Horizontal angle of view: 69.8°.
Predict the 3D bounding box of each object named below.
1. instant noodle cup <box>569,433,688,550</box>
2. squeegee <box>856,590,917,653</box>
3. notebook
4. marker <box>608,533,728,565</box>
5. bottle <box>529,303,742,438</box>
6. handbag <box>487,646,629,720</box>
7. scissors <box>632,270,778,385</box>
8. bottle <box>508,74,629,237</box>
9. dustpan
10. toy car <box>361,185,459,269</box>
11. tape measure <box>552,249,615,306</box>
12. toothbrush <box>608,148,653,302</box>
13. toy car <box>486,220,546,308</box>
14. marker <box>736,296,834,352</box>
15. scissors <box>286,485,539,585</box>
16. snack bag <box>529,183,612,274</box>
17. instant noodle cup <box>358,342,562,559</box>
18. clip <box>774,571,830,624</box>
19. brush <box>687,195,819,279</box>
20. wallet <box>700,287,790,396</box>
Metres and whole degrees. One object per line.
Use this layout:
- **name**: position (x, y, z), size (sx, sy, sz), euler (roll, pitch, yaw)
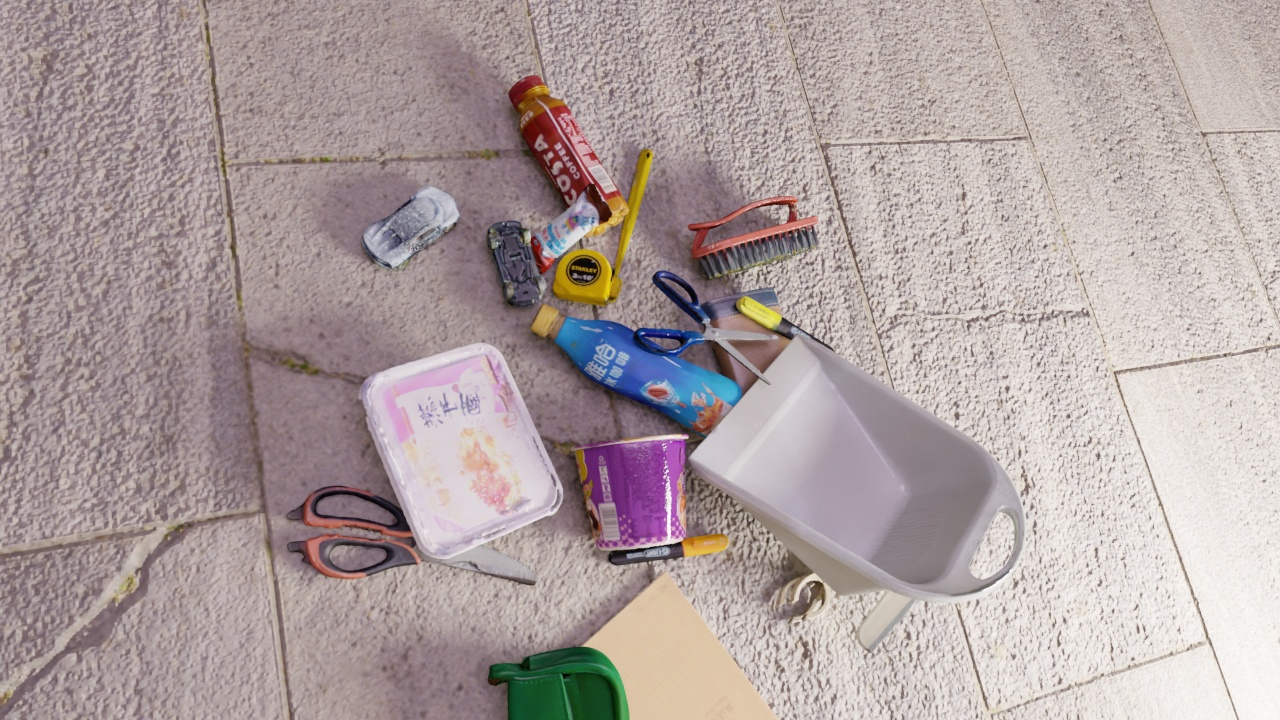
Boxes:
- **instant noodle cup**: position (-0.004, 0.122, 0.852), size (0.111, 0.112, 0.099), euler (-6, 84, -22)
- **squeegee**: position (0.224, 0.134, 0.962), size (0.245, 0.039, 0.246), euler (-32, 85, -36)
- **notebook**: position (0.033, 0.324, 0.846), size (0.149, 0.012, 0.211), euler (-36, 88, -26)
- **marker**: position (0.028, 0.183, 0.888), size (0.123, 0.015, 0.018), euler (-4, 70, -19)
- **bottle**: position (-0.005, 0.005, 0.908), size (0.218, 0.065, 0.065), euler (28, 65, -9)
- **handbag**: position (-0.069, 0.313, 0.778), size (0.120, 0.068, 0.131), euler (-2, 82, -2)
- **scissors**: position (0.062, -0.032, 0.922), size (0.175, 0.012, 0.162), euler (-7, 51, -33)
- **bottle**: position (-0.079, -0.215, 0.958), size (0.057, 0.058, 0.175), euler (-28, 84, -26)
- **dustpan**: position (0.222, 0.105, 0.859), size (0.258, 0.143, 0.222), euler (50, 53, -5)
- **toy car**: position (-0.222, -0.132, 0.894), size (0.049, 0.031, 0.105), euler (46, 63, -1)
- **tape measure**: position (-0.057, -0.083, 0.937), size (0.060, 0.029, 0.057), euler (9, 68, 4)
- **toothbrush**: position (-0.011, -0.148, 0.983), size (0.015, 0.017, 0.189), euler (19, 67, -14)
- **toy car**: position (-0.126, -0.095, 0.915), size (0.042, 0.034, 0.090), euler (-15, 80, -26)
- **marker**: position (0.156, -0.034, 0.971), size (0.124, 0.015, 0.018), euler (29, 69, -15)
- **scissors**: position (-0.196, 0.178, 0.810), size (0.176, 0.015, 0.210), euler (-39, 88, -28)
- **snack bag**: position (-0.074, -0.131, 0.922), size (0.026, 0.105, 0.045), euler (9, 49, -59)
- **instant noodle cup**: position (-0.164, 0.083, 0.820), size (0.137, 0.060, 0.173), euler (-19, 75, -30)
- **clip**: position (0.178, 0.221, 0.921), size (0.100, 0.035, 0.076), euler (-35, 86, -31)
- **brush**: position (0.119, -0.135, 1.001), size (0.145, 0.063, 0.069), euler (-17, 91, -22)
- **wallet**: position (0.120, -0.017, 0.980), size (0.090, 0.033, 0.115), euler (-15, 79, -21)
